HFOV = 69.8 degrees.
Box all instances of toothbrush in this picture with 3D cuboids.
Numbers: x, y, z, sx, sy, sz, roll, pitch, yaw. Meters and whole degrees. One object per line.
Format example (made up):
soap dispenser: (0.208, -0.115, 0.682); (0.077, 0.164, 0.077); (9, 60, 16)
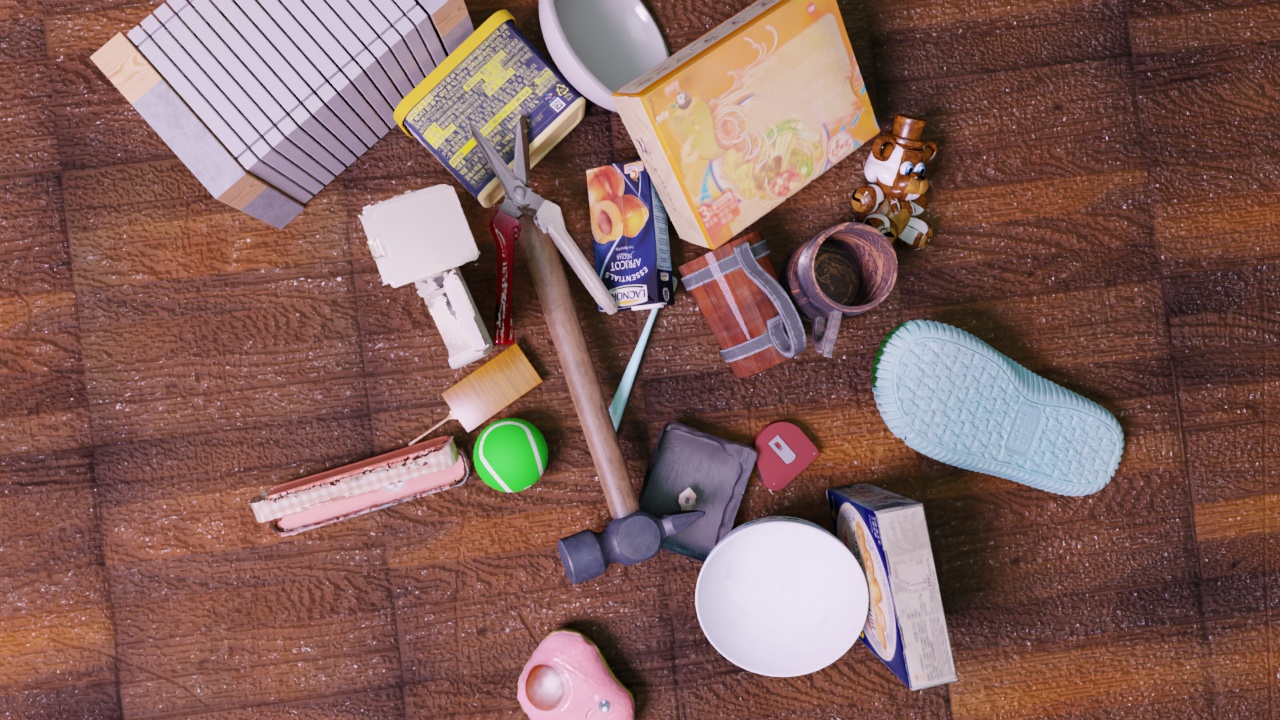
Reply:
toothbrush: (-0.005, 0.005, 0.840); (0.016, 0.016, 0.180); (22, 90, 27)

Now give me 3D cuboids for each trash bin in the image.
trash bin: (-0.280, -0.255, 0.769); (0.247, 0.142, 0.142); (-41, 91, -2)

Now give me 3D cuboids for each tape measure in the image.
tape measure: (0.127, 0.085, 0.842); (0.059, 0.019, 0.051); (-42, 91, -2)

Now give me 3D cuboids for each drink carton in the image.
drink carton: (-0.009, -0.108, 0.819); (0.064, 0.040, 0.130); (-5, 89, 27)

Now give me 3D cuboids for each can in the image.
can: (-0.129, -0.218, 0.810); (0.135, 0.075, 0.104); (-44, 94, -2)

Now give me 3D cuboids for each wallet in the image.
wallet: (0.045, 0.120, 0.835); (0.089, 0.026, 0.115); (19, 89, -2)

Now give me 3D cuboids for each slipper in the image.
slipper: (0.316, 0.048, 0.830); (0.276, 0.069, 0.116); (21, 89, -17)

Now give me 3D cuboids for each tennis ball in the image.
tennis ball: (-0.114, 0.083, 0.809); (0.065, 0.065, 0.065); (0, 89, -2)

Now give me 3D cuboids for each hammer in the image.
hammer: (-0.048, 0.020, 0.800); (0.129, 0.040, 0.321); (-17, 86, -17)

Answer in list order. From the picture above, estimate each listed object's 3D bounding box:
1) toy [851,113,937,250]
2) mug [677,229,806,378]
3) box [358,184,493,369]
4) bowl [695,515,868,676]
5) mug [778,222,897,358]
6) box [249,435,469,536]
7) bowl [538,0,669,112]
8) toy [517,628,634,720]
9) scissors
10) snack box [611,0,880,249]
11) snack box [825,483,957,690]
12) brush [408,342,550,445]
toy: (0.230, -0.160, 0.822); (0.087, 0.067, 0.113); (-4, 118, -33)
mug: (0.097, -0.050, 0.797); (0.081, 0.117, 0.111); (-26, 94, -17)
box: (-0.154, -0.068, 0.751); (0.080, 0.180, 0.143); (-25, 97, -2)
bowl: (0.121, 0.193, 0.805); (0.144, 0.074, 0.144); (1, 105, 5)
mug: (0.167, -0.058, 0.802); (0.080, 0.107, 0.115); (14, 88, -2)
box: (-0.246, 0.114, 0.811); (0.187, 0.056, 0.067); (-17, 122, -1)
bowl: (-0.037, -0.275, 0.802); (0.043, 0.149, 0.149); (-25, 90, 39)
toy: (-0.053, 0.294, 0.816); (0.110, 0.051, 0.090); (33, 89, -3)
scissors: (-0.086, -0.099, 0.767); (0.179, 0.015, 0.198); (25, 72, -27)
snack box: (0.090, -0.210, 0.786); (0.195, 0.081, 0.145); (-36, 119, -13)
snack box: (0.210, 0.184, 0.781); (0.042, 0.145, 0.144); (-12, 90, -4)
brush: (-0.152, 0.037, 0.832); (0.126, 0.017, 0.048); (-35, 91, -2)
